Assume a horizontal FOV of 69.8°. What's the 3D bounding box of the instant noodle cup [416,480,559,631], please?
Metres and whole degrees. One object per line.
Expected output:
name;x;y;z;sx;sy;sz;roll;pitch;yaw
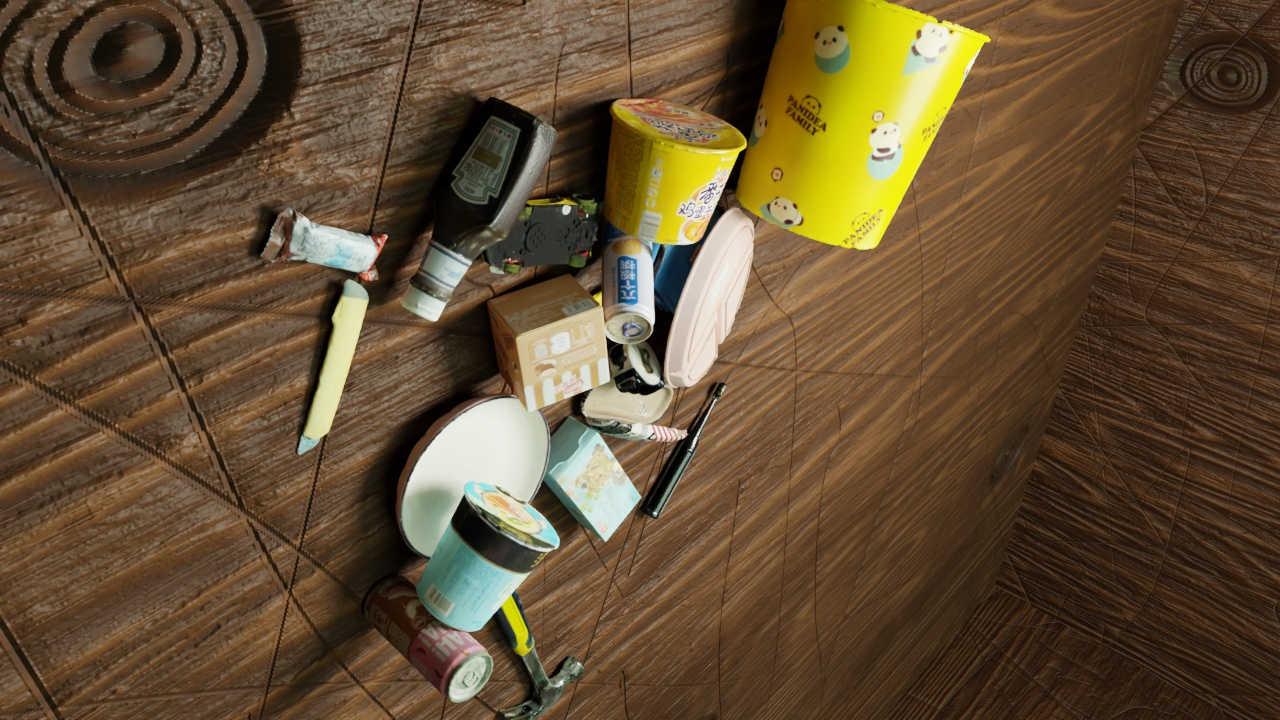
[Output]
instant noodle cup;-0.159;0.200;0.918;0.120;0.111;0.111;-56;146;7

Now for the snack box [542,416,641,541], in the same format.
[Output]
snack box;-0.063;0.146;1.108;0.074;0.052;0.175;-50;144;-17

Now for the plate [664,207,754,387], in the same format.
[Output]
plate;0.088;-0.071;1.105;0.228;0.028;0.230;-57;161;-34

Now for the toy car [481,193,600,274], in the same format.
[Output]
toy car;-0.096;-0.125;0.885;0.155;0.041;0.071;-16;125;-48

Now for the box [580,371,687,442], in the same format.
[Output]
box;-0.007;0.054;1.111;0.162;0.076;0.088;10;79;-52

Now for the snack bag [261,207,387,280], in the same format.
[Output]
snack bag;-0.246;-0.090;0.732;0.105;0.026;0.045;10;114;-53

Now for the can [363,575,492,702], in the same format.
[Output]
can;-0.215;0.277;0.922;0.057;0.147;0.058;-31;135;-37

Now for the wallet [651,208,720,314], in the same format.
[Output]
wallet;0.046;-0.130;1.056;0.133;0.040;0.106;-62;143;-14

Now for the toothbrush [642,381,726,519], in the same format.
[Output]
toothbrush;0.065;0.123;1.277;0.212;0.026;0.027;-60;-176;-1

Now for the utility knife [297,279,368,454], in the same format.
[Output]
utility knife;-0.264;0.009;0.788;0.030;0.018;0.167;4;109;-48

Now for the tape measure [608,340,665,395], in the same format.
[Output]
tape measure;-0.006;0.006;1.068;0.034;0.066;0.065;-27;163;27

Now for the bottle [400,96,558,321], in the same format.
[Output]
bottle;-0.145;-0.126;0.789;0.195;0.080;0.044;-61;151;3

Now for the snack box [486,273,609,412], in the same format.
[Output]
snack box;-0.092;-0.019;0.916;0.092;0.077;0.094;-21;131;-21

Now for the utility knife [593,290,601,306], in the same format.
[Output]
utility knife;-0.018;-0.083;1.036;0.208;0.015;0.033;-37;141;-37

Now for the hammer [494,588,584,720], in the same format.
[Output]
hammer;-0.151;0.356;1.162;0.125;0.032;0.324;-41;141;-28

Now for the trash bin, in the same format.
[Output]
trash bin;0.236;-0.280;1.053;0.229;0.230;0.256;-11;127;-48

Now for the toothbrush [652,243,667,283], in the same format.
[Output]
toothbrush;0.010;-0.076;1.010;0.181;0.018;0.015;109;-11;-59

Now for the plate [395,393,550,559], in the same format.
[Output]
plate;-0.177;0.116;0.953;0.191;0.039;0.193;-31;135;-36

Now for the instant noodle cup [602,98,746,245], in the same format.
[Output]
instant noodle cup;0.026;-0.188;0.926;0.137;0.138;0.110;-20;136;-44

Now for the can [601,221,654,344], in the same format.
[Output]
can;-0.013;-0.084;0.943;0.053;0.053;0.134;62;21;-50
